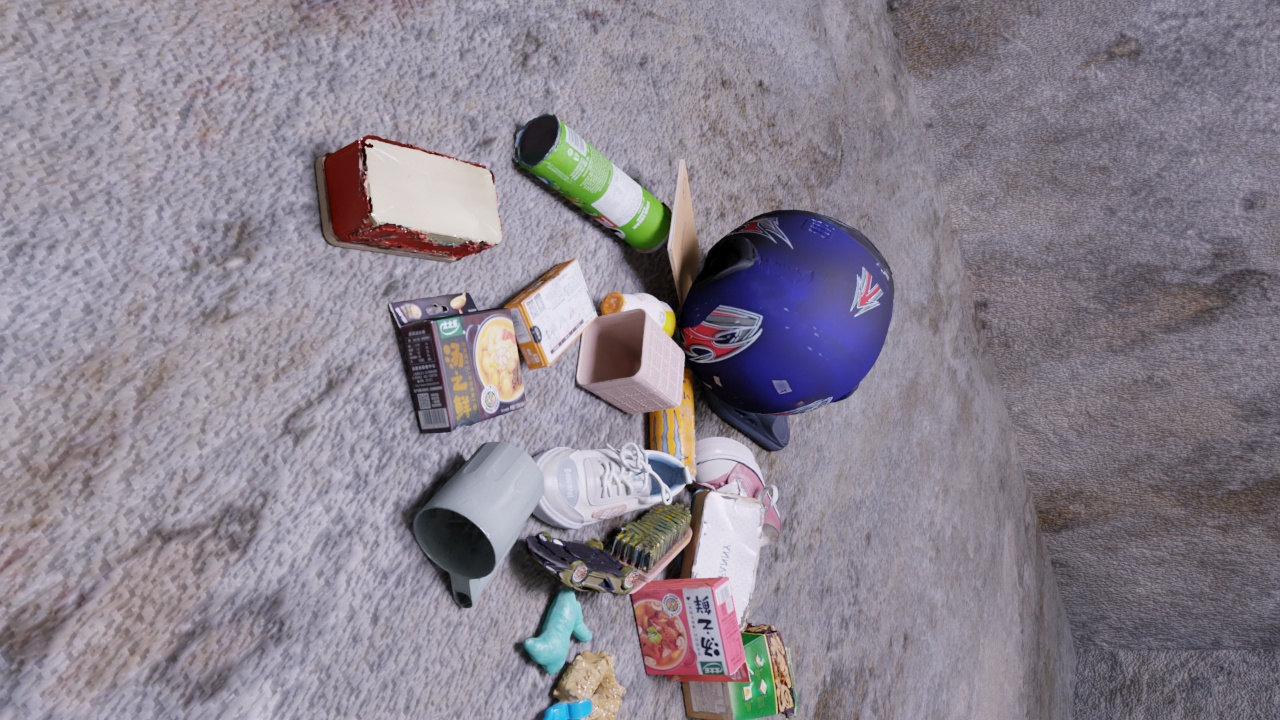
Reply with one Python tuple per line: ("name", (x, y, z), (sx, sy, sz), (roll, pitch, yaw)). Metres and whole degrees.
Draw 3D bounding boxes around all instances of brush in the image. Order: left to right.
("brush", (-0.088, 0.350, 0.887), (0.254, 0.046, 0.083), (-5, 89, -63))
("brush", (0.015, 0.220, 1.091), (0.145, 0.063, 0.073), (-26, 131, -59))

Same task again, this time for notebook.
("notebook", (0.060, -0.149, 1.244), (0.208, 0.008, 0.147), (73, 22, -60))

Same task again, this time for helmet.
("helmet", (0.167, -0.050, 1.198), (0.247, 0.316, 0.240), (47, 74, -20))

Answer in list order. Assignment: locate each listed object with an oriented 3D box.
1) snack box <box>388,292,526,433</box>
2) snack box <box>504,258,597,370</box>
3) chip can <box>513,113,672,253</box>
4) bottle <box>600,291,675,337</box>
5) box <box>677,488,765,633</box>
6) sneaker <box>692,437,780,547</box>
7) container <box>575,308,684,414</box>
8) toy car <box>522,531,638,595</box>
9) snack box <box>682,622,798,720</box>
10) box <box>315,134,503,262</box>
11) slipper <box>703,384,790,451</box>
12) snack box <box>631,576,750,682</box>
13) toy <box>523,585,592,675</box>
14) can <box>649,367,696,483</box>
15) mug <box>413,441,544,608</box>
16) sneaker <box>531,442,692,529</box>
("snack box", (-0.172, -0.003, 0.882), (0.113, 0.053, 0.125), (-18, 101, -58))
("snack box", (-0.095, -0.054, 1.012), (0.075, 0.026, 0.153), (70, 25, -17))
("chip can", (-0.051, -0.210, 1.110), (0.236, 0.072, 0.072), (30, 56, -50))
("bottle", (-0.004, -0.054, 1.139), (0.108, 0.063, 0.063), (22, 62, -53))
("box", (0.099, 0.242, 1.145), (0.089, 0.059, 0.184), (15, 77, -11))
("sneaker", (0.134, 0.195, 1.240), (0.241, 0.118, 0.087), (55, 18, -40))
("container", (-0.007, 0.006, 1.097), (0.111, 0.090, 0.089), (38, 49, -49))
("toy car", (-0.064, 0.214, 0.961), (0.158, 0.070, 0.042), (27, 93, -50))
("snack box", (0.113, 0.398, 1.145), (0.105, 0.118, 0.117), (-3, 82, -45))
("box", (-0.202, -0.145, 0.847), (0.168, 0.080, 0.091), (1, 79, -57))
("slipper", (0.181, 0.052, 1.379), (0.268, 0.083, 0.110), (41, 46, -46))
("snack box", (0.057, 0.320, 1.067), (0.044, 0.113, 0.127), (-13, 91, -59))
("toy", (-0.081, 0.280, 0.947), (0.096, 0.030, 0.091), (60, 38, -36))
("can", (0.041, 0.083, 1.170), (0.058, 0.058, 0.146), (21, 63, -53))
("mug", (-0.145, 0.151, 0.854), (0.103, 0.084, 0.124), (-55, 152, -50))
("sneaker", (-0.027, 0.136, 1.018), (0.241, 0.091, 0.089), (7, 73, -56))
